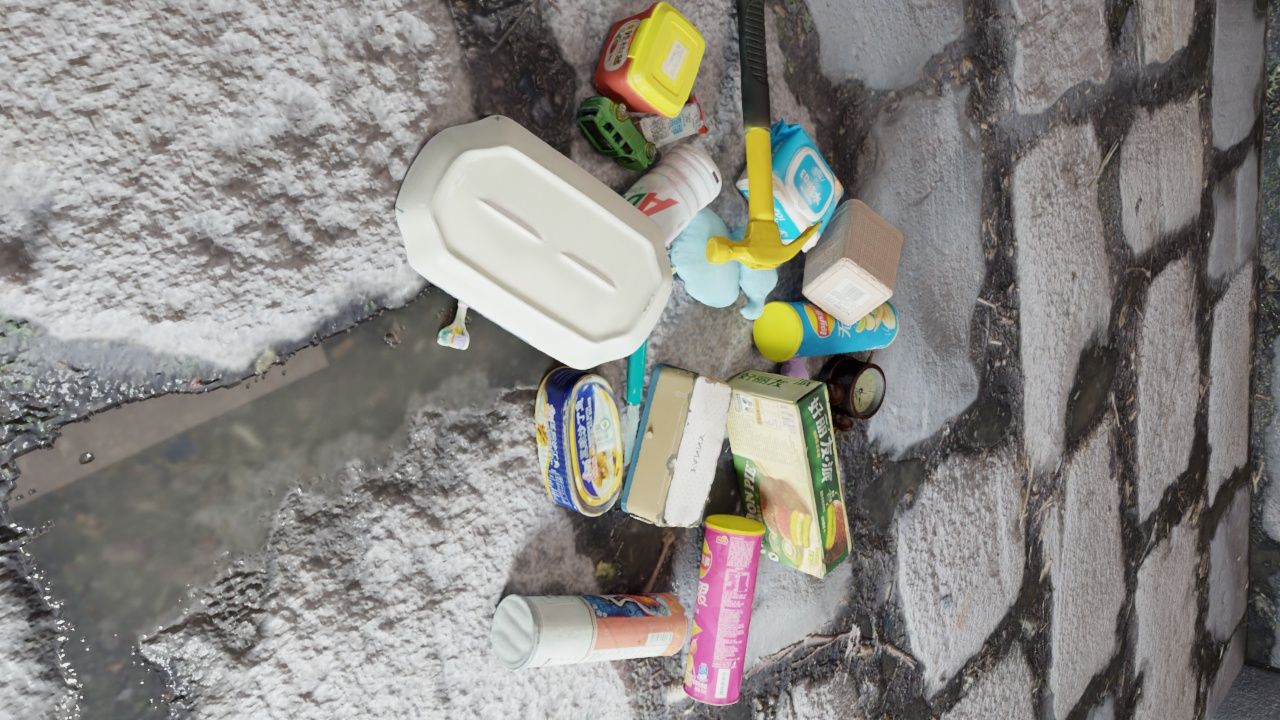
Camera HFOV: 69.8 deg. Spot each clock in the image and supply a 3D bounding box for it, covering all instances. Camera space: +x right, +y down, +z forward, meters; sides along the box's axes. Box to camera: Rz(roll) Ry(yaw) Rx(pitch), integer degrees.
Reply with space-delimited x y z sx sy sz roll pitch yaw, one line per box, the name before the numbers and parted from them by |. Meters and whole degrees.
clock | 0.271 0.044 1.203 0.121 0.055 0.082 -40 122 -28

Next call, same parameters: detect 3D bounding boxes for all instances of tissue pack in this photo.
tissue pack | 0.178 -0.202 1.065 0.140 0.063 0.089 44 69 -38

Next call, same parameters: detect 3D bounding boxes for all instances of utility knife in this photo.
utility knife | -0.006 0.006 0.973 0.029 0.013 0.216 -2 98 -49

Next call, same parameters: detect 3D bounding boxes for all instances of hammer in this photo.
hammer | 0.126 -0.245 0.982 0.128 0.033 0.300 0 84 -21

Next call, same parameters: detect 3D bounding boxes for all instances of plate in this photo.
plate | -0.083 -0.100 0.813 0.265 0.034 0.162 34 84 -22

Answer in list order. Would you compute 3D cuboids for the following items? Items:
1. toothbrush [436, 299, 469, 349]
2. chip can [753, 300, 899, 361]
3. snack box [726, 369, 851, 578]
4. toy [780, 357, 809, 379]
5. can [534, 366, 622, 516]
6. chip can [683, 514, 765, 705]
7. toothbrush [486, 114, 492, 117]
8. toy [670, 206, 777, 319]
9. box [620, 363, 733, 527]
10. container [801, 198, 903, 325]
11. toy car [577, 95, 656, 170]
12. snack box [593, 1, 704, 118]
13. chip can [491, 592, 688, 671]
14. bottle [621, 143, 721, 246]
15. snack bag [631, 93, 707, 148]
toothbrush | -0.147 -0.104 0.822 0.020 0.029 0.189 37 66 -84
chip can | 0.235 -0.041 1.143 0.209 0.071 0.071 -5 102 -41
snack box | 0.174 0.134 1.092 0.063 0.115 0.240 -30 117 -35
toy | 0.193 0.047 1.139 0.083 0.039 0.108 -64 143 -53
can | -0.060 0.081 0.915 0.074 0.049 0.148 -16 109 -39
chip can | 0.097 0.293 1.085 0.071 0.071 0.210 3 97 -42
toothbrush | -0.076 -0.156 0.842 0.018 0.015 0.181 -45 106 -4
toy | 0.089 -0.108 1.011 0.155 0.050 0.161 -39 113 -40
box | 0.043 0.088 0.997 0.089 0.061 0.184 19 83 -52
container | 0.250 -0.113 1.092 0.090 0.090 0.110 33 47 -15
toy car | -0.023 -0.219 0.895 0.091 0.043 0.036 41 68 -37
snack box | 0.007 -0.285 0.884 0.082 0.080 0.091 27 79 -41
chip can | -0.046 0.278 0.951 0.214 0.071 0.071 13 89 -43
bottle | -0.002 -0.132 0.912 0.196 0.068 0.068 -47 126 -18
snack bag | 0.033 -0.244 0.951 0.104 0.026 0.048 -34 112 -32
